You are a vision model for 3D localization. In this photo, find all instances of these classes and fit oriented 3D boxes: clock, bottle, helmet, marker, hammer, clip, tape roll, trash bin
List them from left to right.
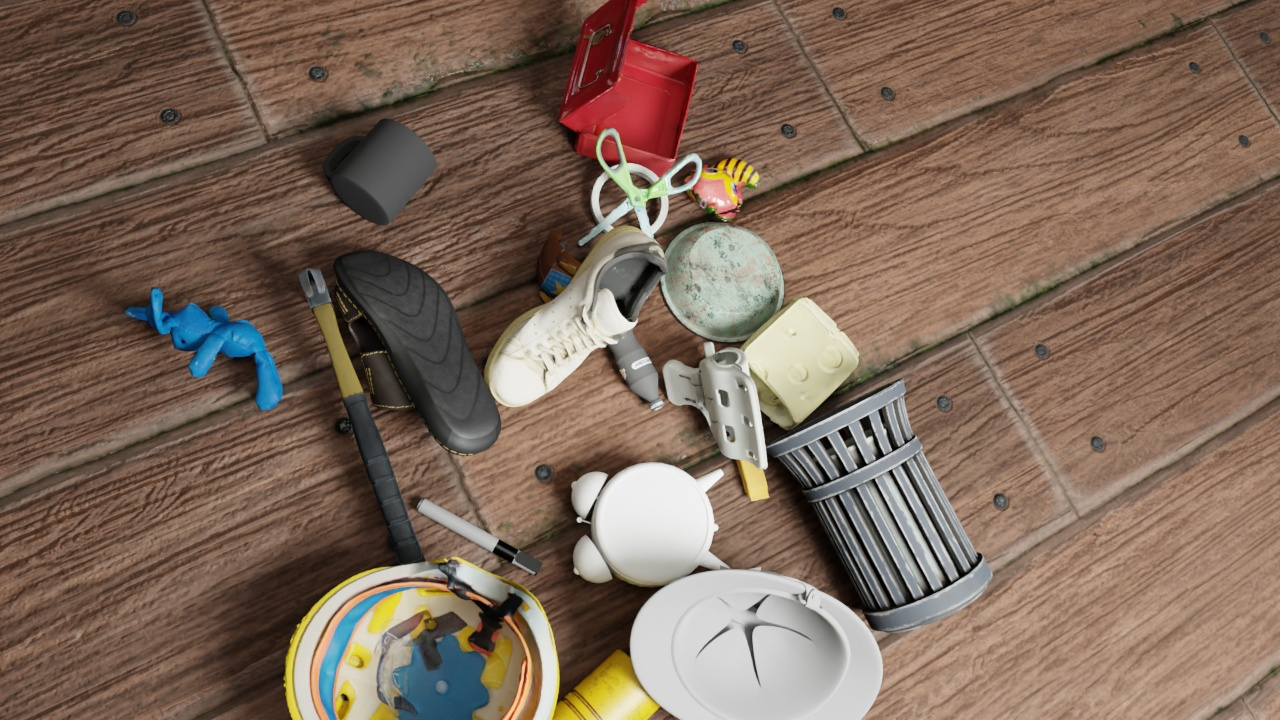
[{"bbox_3d":[-0.277,0.062,0.914,0.025,0.118,0.333,-20,84,-16],"label":"hammer"},{"bbox_3d":[-0.186,0.298,0.842,0.240,0.140,0.208,13,64,14],"label":"helmet"},{"bbox_3d":[-0.166,0.181,0.944,0.140,0.016,0.016,30,69,-3],"label":"marker"},{"bbox_3d":[-0.061,0.361,0.884,0.163,0.071,0.071,-37,85,-21],"label":"bottle"},{"bbox_3d":[-0.013,-0.187,1.088,0.093,0.013,0.093,1,84,-11],"label":"tape roll"},{"bbox_3d":[-0.006,0.006,1.026,0.036,0.036,0.110,-26,80,-20],"label":"bottle"},{"bbox_3d":[0.008,0.174,0.967,0.161,0.073,0.125,-1,73,-6],"label":"clock"},{"bbox_3d":[0.089,0.039,0.988,0.072,0.125,0.143,-23,35,-20],"label":"clip"},{"bbox_3d":[0.106,0.276,0.929,0.271,0.117,0.183,27,100,-16],"label":"helmet"},{"bbox_3d":[0.258,0.158,0.980,0.164,0.164,0.227,-25,84,-19],"label":"trash bin"}]

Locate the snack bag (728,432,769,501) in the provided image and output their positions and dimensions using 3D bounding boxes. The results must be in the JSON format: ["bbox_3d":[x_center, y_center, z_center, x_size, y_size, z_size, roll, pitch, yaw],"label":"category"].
[{"bbox_3d":[0.121,0.109,1.034,0.026,0.020,0.099,-12,76,-11],"label":"snack bag"}]

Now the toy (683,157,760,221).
[{"bbox_3d":[0.096,-0.212,1.115,0.084,0.046,0.103,39,56,24],"label":"toy"}]

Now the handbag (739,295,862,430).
[{"bbox_3d":[0.175,0.001,1.045,0.119,0.081,0.111,-41,79,-21],"label":"handbag"}]

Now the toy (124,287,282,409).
[{"bbox_3d":[-0.426,-0.020,0.906,0.176,0.113,0.071,34,82,-11],"label":"toy"}]

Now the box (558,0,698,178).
[{"bbox_3d":[-0.001,-0.320,1.091,0.168,0.154,0.157,27,67,-37],"label":"box"}]

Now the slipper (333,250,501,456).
[{"bbox_3d":[-0.238,-0.006,0.957,0.112,0.076,0.267,-19,66,-43],"label":"slipper"}]

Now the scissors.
[{"bbox_3d":[-0.001,-0.187,1.057,0.174,0.022,0.171,-22,111,-4],"label":"scissors"}]

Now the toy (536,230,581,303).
[{"bbox_3d":[-0.073,-0.106,1.048,0.090,0.071,0.102,17,46,-21],"label":"toy"}]

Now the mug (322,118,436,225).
[{"bbox_3d":[-0.296,-0.212,1.011,0.114,0.078,0.087,23,66,24],"label":"mug"}]

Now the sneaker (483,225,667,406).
[{"bbox_3d":[-0.057,-0.036,0.963,0.241,0.102,0.089,-48,125,-4],"label":"sneaker"}]

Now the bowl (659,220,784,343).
[{"bbox_3d":[0.103,-0.100,1.084,0.157,0.039,0.157,4,72,-12],"label":"bowl"}]
